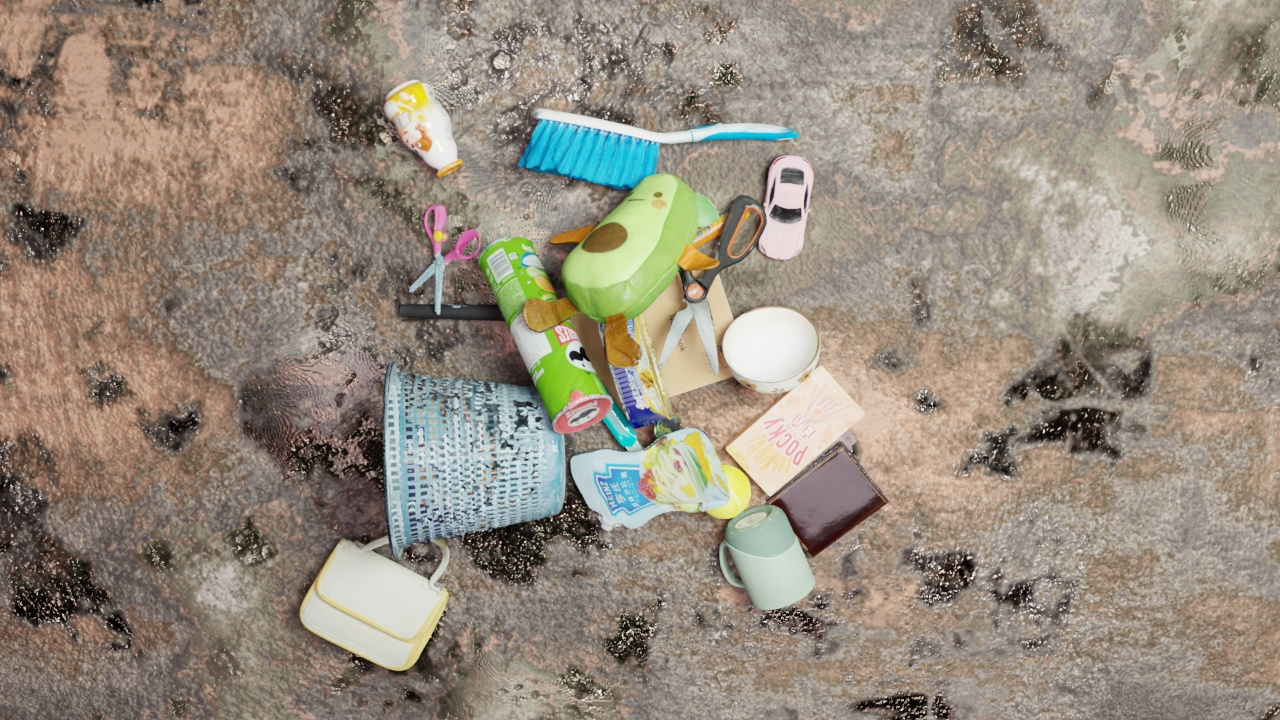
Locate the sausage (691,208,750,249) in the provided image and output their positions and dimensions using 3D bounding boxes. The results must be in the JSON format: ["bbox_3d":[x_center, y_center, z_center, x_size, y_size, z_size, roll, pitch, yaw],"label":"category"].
[{"bbox_3d":[0.062,-0.143,1.097,0.165,0.021,0.021,-30,97,7],"label":"sausage"}]

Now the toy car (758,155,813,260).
[{"bbox_3d":[0.172,-0.179,1.080,0.056,0.037,0.122,7,101,3],"label":"toy car"}]

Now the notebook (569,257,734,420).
[{"bbox_3d":[0.014,-0.023,1.127,0.208,0.008,0.148,-19,99,5],"label":"notebook"}]

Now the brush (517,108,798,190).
[{"bbox_3d":[0.021,-0.246,1.069,0.314,0.060,0.109,11,96,-2],"label":"brush"}]

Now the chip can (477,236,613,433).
[{"bbox_3d":[-0.112,-0.034,1.041,0.072,0.072,0.236,-31,65,7],"label":"chip can"}]

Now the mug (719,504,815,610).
[{"bbox_3d":[0.145,0.243,1.137,0.112,0.082,0.106,-19,100,37],"label":"mug"}]

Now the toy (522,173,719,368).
[{"bbox_3d":[-0.015,-0.112,1.006,0.227,0.090,0.246,18,63,31],"label":"toy"}]

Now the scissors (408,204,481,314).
[{"bbox_3d":[-0.234,-0.121,1.097,0.129,0.017,0.133,3,92,32],"label":"scissors"}]

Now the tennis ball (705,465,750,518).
[{"bbox_3d":[0.103,0.161,1.125,0.065,0.065,0.065,0,100,2],"label":"tennis ball"}]

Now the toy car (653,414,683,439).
[{"bbox_3d":[0.045,0.109,1.129,0.036,0.043,0.091,-19,108,30],"label":"toy car"}]

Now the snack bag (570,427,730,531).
[{"bbox_3d":[0.008,0.147,1.114,0.191,0.038,0.110,-18,109,28],"label":"snack bag"}]

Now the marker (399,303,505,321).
[{"bbox_3d":[-0.228,-0.058,1.124,0.132,0.020,0.022,1,98,2],"label":"marker"}]

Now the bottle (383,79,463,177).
[{"bbox_3d":[-0.249,-0.268,1.067,0.063,0.063,0.108,-30,97,7],"label":"bottle"}]

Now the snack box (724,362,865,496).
[{"bbox_3d":[0.189,0.085,1.129,0.157,0.026,0.084,-43,96,8],"label":"snack box"}]

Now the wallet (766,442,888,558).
[{"bbox_3d":[0.233,0.176,1.147,0.122,0.020,0.096,-39,91,9],"label":"wallet"}]

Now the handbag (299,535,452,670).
[{"bbox_3d":[-0.326,0.289,1.170,0.163,0.063,0.179,29,96,-4],"label":"handbag"}]

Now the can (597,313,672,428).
[{"bbox_3d":[-0.006,0.006,1.091,0.049,0.074,0.148,-17,98,8],"label":"can"}]

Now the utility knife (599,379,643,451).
[{"bbox_3d":[-0.037,0.068,1.132,0.029,0.013,0.209,-34,94,6],"label":"utility knife"}]

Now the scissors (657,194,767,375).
[{"bbox_3d":[0.071,-0.103,1.069,0.222,0.021,0.221,-33,81,6],"label":"scissors"}]

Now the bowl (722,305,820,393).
[{"bbox_3d":[0.157,-0.003,1.087,0.113,0.113,0.062,-14,140,4],"label":"bowl"}]

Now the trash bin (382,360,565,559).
[{"bbox_3d":[-0.191,0.111,1.069,0.195,0.226,0.226,-2,100,-11],"label":"trash bin"}]
